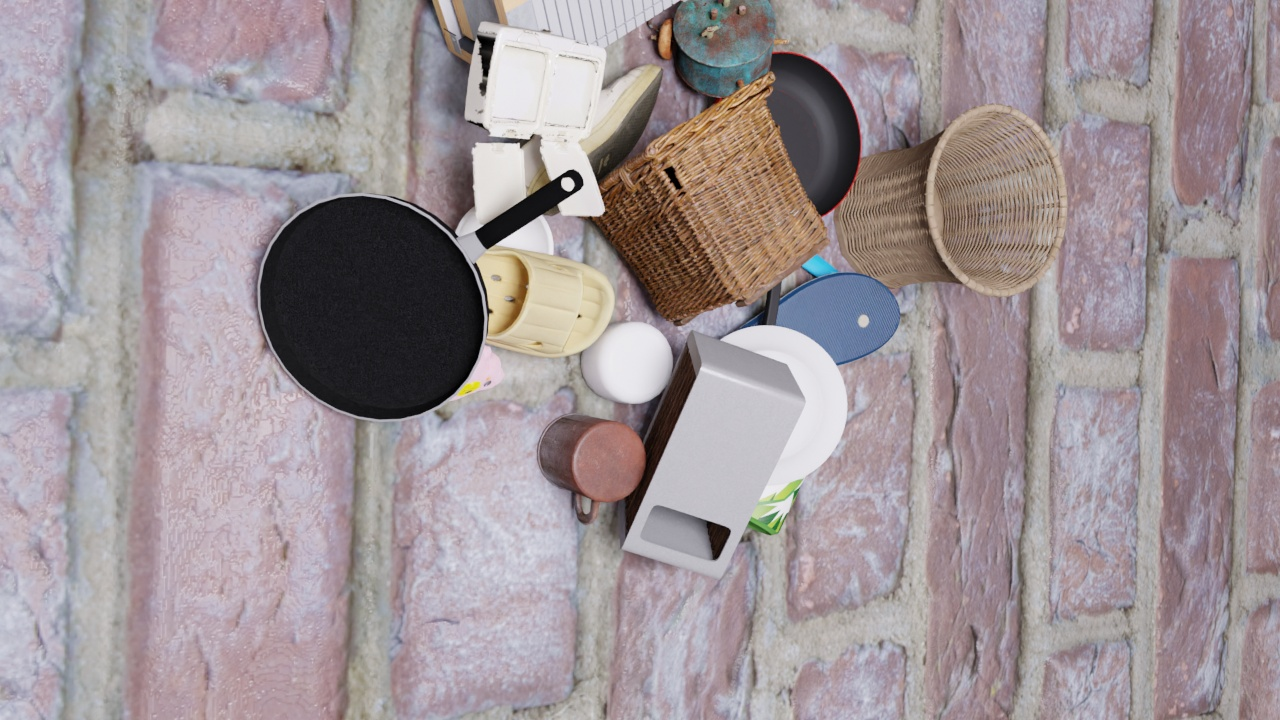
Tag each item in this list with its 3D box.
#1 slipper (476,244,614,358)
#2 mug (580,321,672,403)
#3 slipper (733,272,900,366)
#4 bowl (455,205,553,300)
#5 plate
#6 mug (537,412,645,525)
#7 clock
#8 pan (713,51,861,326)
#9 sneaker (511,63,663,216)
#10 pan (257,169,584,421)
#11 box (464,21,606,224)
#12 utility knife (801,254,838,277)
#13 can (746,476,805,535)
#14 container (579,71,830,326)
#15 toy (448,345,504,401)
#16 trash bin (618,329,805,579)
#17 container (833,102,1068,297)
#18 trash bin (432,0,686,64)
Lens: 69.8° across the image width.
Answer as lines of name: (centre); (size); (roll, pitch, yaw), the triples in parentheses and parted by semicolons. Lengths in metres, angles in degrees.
slipper: (-0.139, -0.061, 0.947); (0.261, 0.079, 0.111); (12, 101, -26)
mug: (-0.006, 0.006, 1.054); (0.115, 0.068, 0.094); (25, 81, -24)
slipper: (0.187, -0.023, 1.156); (0.294, 0.060, 0.118); (-28, 98, -9)
bowl: (-0.153, -0.123, 0.992); (0.109, 0.040, 0.110); (-6, 105, -23)
plate: (0.147, 0.053, 1.078); (0.188, 0.016, 0.188); (0, 88, 5)
mug: (-0.055, 0.122, 1.014); (0.096, 0.110, 0.123); (-2, 91, -21)
clock: (0.083, -0.383, 1.066); (0.157, 0.073, 0.121); (33, 72, 14)
pan: (0.167, -0.199, 1.131); (0.208, 0.067, 0.356); (10, 87, -23)
sneaker: (-0.069, -0.261, 1.017); (0.102, 0.089, 0.240); (33, 59, 10)
pan: (-0.201, -0.082, 0.872); (0.357, 0.034, 0.225); (-30, 103, 15)
box: (-0.095, -0.225, 0.882); (0.145, 0.066, 0.186); (-12, 102, -46)
utility knife: (0.215, -0.129, 1.187); (0.196, 0.015, 0.031); (32, 78, -19)
can: (0.161, 0.135, 1.131); (0.083, 0.083, 0.144); (33, 77, -23)
container: (0.068, -0.153, 0.973); (0.162, 0.250, 0.183); (-36, 99, -18)
toy: (-0.188, 0.009, 0.962); (0.102, 0.093, 0.050); (-17, 65, -29)
trash bin: (0.071, 0.103, 1.003); (0.114, 0.114, 0.229); (19, 109, -9)
container: (0.383, -0.191, 1.167); (0.226, 0.196, 0.227); (-1, 92, -26)
trash bin: (-0.078, -0.411, 0.934); (0.246, 0.142, 0.143); (-39, 146, -20)
